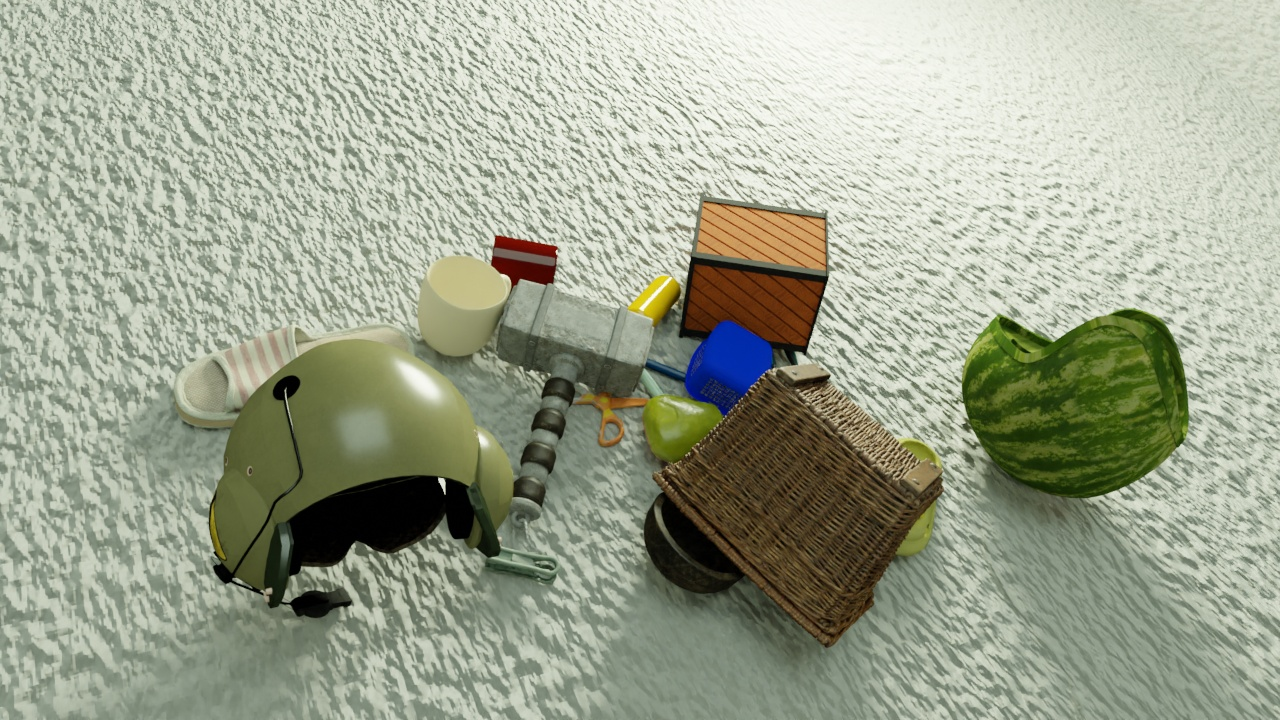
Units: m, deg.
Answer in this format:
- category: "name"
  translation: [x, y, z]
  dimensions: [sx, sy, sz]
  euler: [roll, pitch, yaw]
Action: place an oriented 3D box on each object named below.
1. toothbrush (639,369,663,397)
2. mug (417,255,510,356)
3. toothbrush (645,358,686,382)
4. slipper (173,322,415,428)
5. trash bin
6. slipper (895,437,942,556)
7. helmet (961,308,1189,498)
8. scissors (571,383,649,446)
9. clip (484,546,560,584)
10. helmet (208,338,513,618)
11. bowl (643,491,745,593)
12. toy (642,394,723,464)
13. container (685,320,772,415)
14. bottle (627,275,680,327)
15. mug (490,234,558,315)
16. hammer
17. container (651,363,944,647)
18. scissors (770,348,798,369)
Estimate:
- category: "toothbrush"
  translation: [-0.007, 0.007, 1.157]
  dimensions: [0.022, 0.015, 0.154]
  euler: [-12, 59, -53]
- category: "mug"
  translation: [-0.210, -0.061, 1.108]
  dimensions: [0.119, 0.100, 0.096]
  euler: [-22, 60, -41]
- category: "toothbrush"
  translation: [-0.005, -0.002, 1.181]
  dimensions: [0.168, 0.014, 0.014]
  euler: [22, 46, 2]
- category: "slipper"
  translation: [-0.378, 0.006, 1.022]
  dimensions: [0.262, 0.052, 0.115]
  euler: [-16, 53, -30]
- category: "trash bin"
  translation: [0.151, -0.116, 1.231]
  dimensions: [0.172, 0.140, 0.139]
  euler: [9, 45, 2]
- category: "slipper"
  translation: [0.326, 0.150, 1.100]
  dimensions: [0.091, 0.082, 0.190]
  euler: [30, 43, 7]
- category: "helmet"
  translation: [0.537, 0.051, 1.152]
  dimensions: [0.212, 0.248, 0.243]
  euler: [-13, 92, -54]
- category: "scissors"
  translation: [-0.050, 0.051, 1.116]
  dimensions: [0.131, 0.011, 0.125]
  euler: [13, 46, -7]
- category: "clip"
  translation: [-0.120, 0.208, 0.934]
  dimensions: [0.076, 0.044, 0.023]
  euler: [13, 50, -7]
- category: "helmet"
  translation: [-0.248, 0.106, 0.811]
  dimensions: [0.249, 0.256, 0.232]
  euler: [-8, 54, -27]
- category: "bowl"
  translation: [0.050, 0.201, 0.968]
  dimensions: [0.121, 0.056, 0.121]
  euler: [30, 25, -15]
- category: "toy"
  translation: [0.055, 0.081, 1.095]
  dimensions: [0.109, 0.051, 0.090]
  euler: [0, 50, -22]
- category: "container"
  translation: [0.117, 0.008, 1.168]
  dimensions: [0.096, 0.058, 0.114]
  euler: [30, 44, -4]
- category: "bottle"
  translation: [0.009, -0.066, 1.206]
  dimensions: [0.043, 0.043, 0.143]
  euler: [28, 35, 9]
- category: "mug"
  translation: [-0.156, -0.105, 1.196]
  dimensions: [0.082, 0.073, 0.105]
  euler: [9, 74, -10]
- category: "hammer"
  translation: [-0.102, 0.066, 1.036]
  dimensions: [0.177, 0.080, 0.325]
  euler: [17, 55, -4]
- category: "container"
  translation: [0.177, 0.130, 0.961]
  dimensions: [0.250, 0.183, 0.162]
  euler: [42, 21, 21]
- category: "scissors"
  translation: [0.177, -0.040, 1.272]
  dimensions: [0.133, 0.019, 0.145]
  euler: [33, 51, 20]
